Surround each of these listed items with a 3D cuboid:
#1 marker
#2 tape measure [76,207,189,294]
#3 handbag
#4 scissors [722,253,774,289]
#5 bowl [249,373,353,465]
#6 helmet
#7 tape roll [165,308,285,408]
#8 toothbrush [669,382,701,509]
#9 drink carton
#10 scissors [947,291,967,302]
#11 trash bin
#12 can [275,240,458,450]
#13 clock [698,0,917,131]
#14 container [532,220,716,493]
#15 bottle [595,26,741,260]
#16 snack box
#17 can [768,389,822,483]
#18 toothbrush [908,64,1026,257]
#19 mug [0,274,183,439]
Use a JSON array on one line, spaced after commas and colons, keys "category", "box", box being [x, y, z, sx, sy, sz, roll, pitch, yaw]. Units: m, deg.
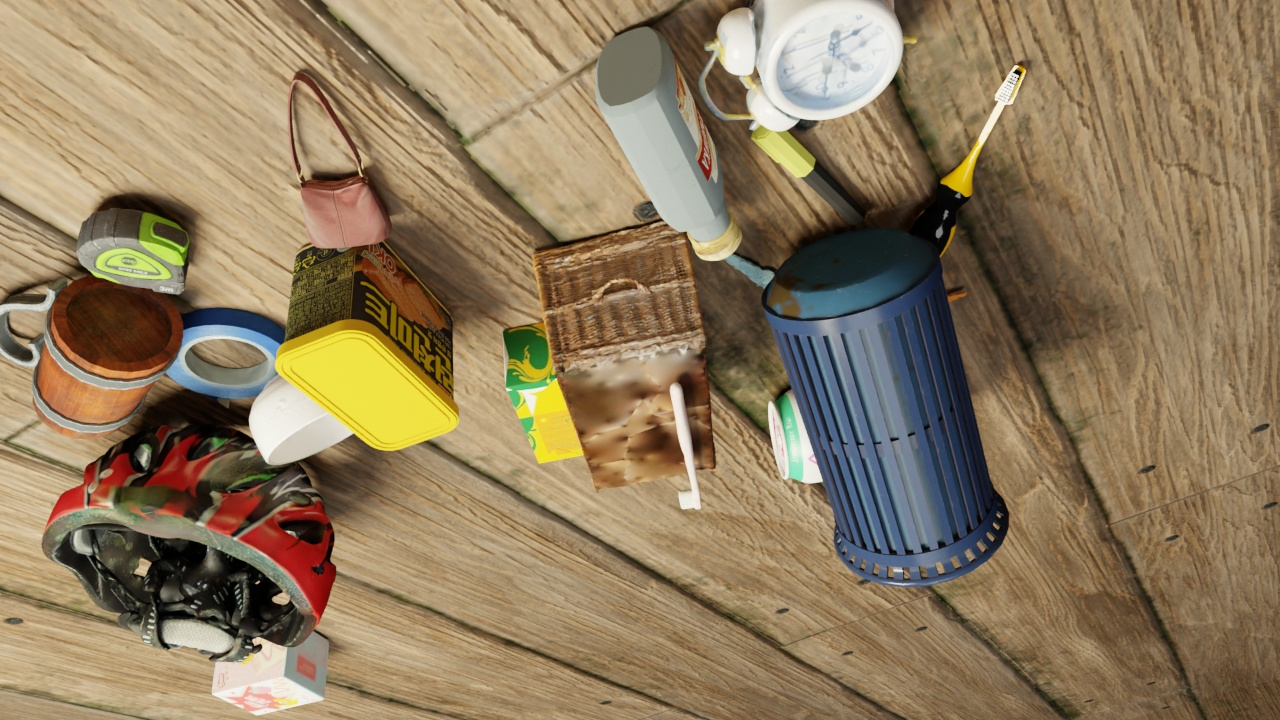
[{"category": "marker", "box": [0.119, -0.129, 0.640, 0.021, 0.017, 0.123, 2, 160, 45]}, {"category": "tape measure", "box": [-0.329, -0.075, 0.599, 0.065, 0.035, 0.059, 10, 148, -29]}, {"category": "handbag", "box": [-0.197, -0.124, 0.576, 0.055, 0.029, 0.120, -6, 137, -2]}, {"category": "scissors", "box": [0.105, -0.062, 0.731, 0.136, 0.015, 0.057, 28, 128, -30]}, {"category": "bowl", "box": [-0.255, 0.033, 0.718, 0.105, 0.054, 0.105, -32, 172, -6]}, {"category": "helmet", "box": [-0.361, 0.147, 0.764, 0.217, 0.166, 0.273, 14, 148, -7]}, {"category": "tape roll", "box": [-0.317, -0.004, 0.706, 0.093, 0.016, 0.091, -22, 141, 16]}, {"category": "toothbrush", "box": [0.032, 0.069, 0.692, 0.018, 0.015, 0.181, -6, 144, 4]}, {"category": "drink carton", "box": [-0.080, 0.031, 0.768, 0.041, 0.058, 0.123, -10, 142, 1]}, {"category": "scissors", "box": [0.215, -0.037, 0.783, 0.128, 0.011, 0.125, -15, 142, 8]}, {"category": "trash bin", "box": [0.186, 0.032, 0.701, 0.139, 0.139, 0.250, -18, 115, 10]}, {"category": "can", "box": [-0.188, -0.015, 0.652, 0.073, 0.101, 0.131, -19, 141, 12]}, {"category": "clock", "box": [0.094, -0.182, 0.541, 0.126, 0.051, 0.089, -23, 142, 21]}, {"category": "container", "box": [-0.004, 0.004, 0.707, 0.114, 0.112, 0.199, -11, 144, 2]}, {"category": "bottle", "box": [0.024, -0.124, 0.580, 0.046, 0.072, 0.161, -16, 142, 17]}, {"category": "snack box", "box": [-0.444, 0.370, 1.108, 0.095, 0.079, 0.093, -14, 142, 7]}, {"category": "can", "box": [0.207, 0.059, 0.842, 0.166, 0.088, 0.088, -10, 143, 0]}, {"category": "toothbrush", "box": [0.227, -0.123, 0.664, 0.030, 0.031, 0.197, -40, 157, -40]}, {"category": "mug", "box": [-0.396, -0.009, 0.646, 0.117, 0.081, 0.111, 38, 130, -15]}]
